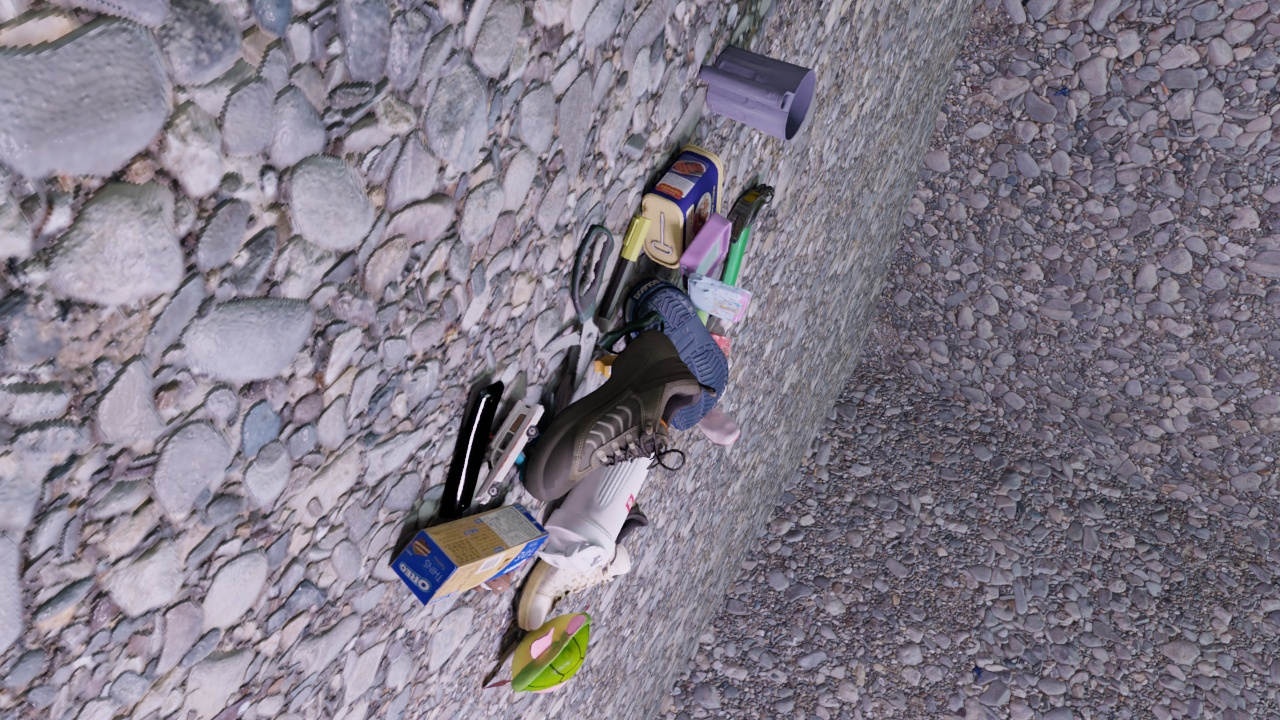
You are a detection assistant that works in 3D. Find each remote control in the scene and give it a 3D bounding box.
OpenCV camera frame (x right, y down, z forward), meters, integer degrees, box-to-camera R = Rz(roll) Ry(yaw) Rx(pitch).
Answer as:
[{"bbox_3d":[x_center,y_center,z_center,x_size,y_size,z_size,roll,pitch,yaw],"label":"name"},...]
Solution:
[{"bbox_3d":[-0.162,0.089,0.893,0.041,0.020,0.152,-31,145,-62],"label":"remote control"}]

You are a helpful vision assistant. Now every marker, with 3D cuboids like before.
[{"bbox_3d":[-0.020,-0.105,1.041,0.021,0.017,0.124,13,105,-38],"label":"marker"}]

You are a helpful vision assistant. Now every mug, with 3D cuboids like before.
[{"bbox_3d":[0.132,-0.310,1.054,0.123,0.104,0.084,-24,136,-63],"label":"mug"}]

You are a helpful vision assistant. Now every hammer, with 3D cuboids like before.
[{"bbox_3d":[0.136,-0.115,1.444,0.129,0.032,0.320,-44,153,-50],"label":"hammer"}]

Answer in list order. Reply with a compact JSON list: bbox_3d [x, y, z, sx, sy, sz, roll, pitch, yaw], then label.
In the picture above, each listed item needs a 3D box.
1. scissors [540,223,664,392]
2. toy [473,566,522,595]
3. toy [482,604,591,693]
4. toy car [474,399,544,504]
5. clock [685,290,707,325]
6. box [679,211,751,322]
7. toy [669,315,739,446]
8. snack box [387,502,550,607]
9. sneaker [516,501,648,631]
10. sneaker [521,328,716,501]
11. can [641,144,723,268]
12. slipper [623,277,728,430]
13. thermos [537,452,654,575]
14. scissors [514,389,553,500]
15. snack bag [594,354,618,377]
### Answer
[{"bbox_3d":[-0.029,-0.059,1.014,0.201,0.015,0.202,-15,129,-47],"label":"scissors"},{"bbox_3d":[-0.153,0.228,1.063,0.101,0.041,0.055,-49,-169,-21],"label":"toy"},{"bbox_3d":[-0.127,0.409,1.276,0.189,0.087,0.239,-36,164,-32],"label":"toy"},{"bbox_3d":[-0.139,0.091,0.932,0.113,0.039,0.039,-58,-172,-19],"label":"toy car"},{"bbox_3d":[0.055,-0.042,1.294,0.119,0.042,0.094,-56,159,-24],"label":"clock"},{"bbox_3d":[0.101,-0.099,1.111,0.089,0.092,0.214,-54,174,-1],"label":"box"},{"bbox_3d":[0.098,0.025,1.413,0.084,0.159,0.194,7,93,-39],"label":"toy"},{"bbox_3d":[-0.168,0.194,0.939,0.057,0.056,0.206,-51,165,11],"label":"snack box"},{"bbox_3d":[-0.072,0.283,1.266,0.240,0.102,0.089,-53,159,-30],"label":"sneaker"},{"bbox_3d":[-0.010,0.092,1.029,0.237,0.143,0.101,-46,161,-10],"label":"sneaker"},{"bbox_3d":[0.048,-0.177,1.072,0.092,0.056,0.116,-53,159,-29],"label":"can"},{"bbox_3d":[0.038,-0.017,1.196,0.105,0.095,0.253,-40,137,-16],"label":"slipper"},{"bbox_3d":[-0.047,0.175,1.218,0.219,0.099,0.099,-60,162,-27],"label":"thermos"},{"bbox_3d":[-0.123,0.100,1.021,0.124,0.019,0.156,-18,130,-65],"label":"scissors"},{"bbox_3d":[-0.007,0.007,1.120,0.026,0.099,0.020,93,-4,-48],"label":"snack bag"}]
